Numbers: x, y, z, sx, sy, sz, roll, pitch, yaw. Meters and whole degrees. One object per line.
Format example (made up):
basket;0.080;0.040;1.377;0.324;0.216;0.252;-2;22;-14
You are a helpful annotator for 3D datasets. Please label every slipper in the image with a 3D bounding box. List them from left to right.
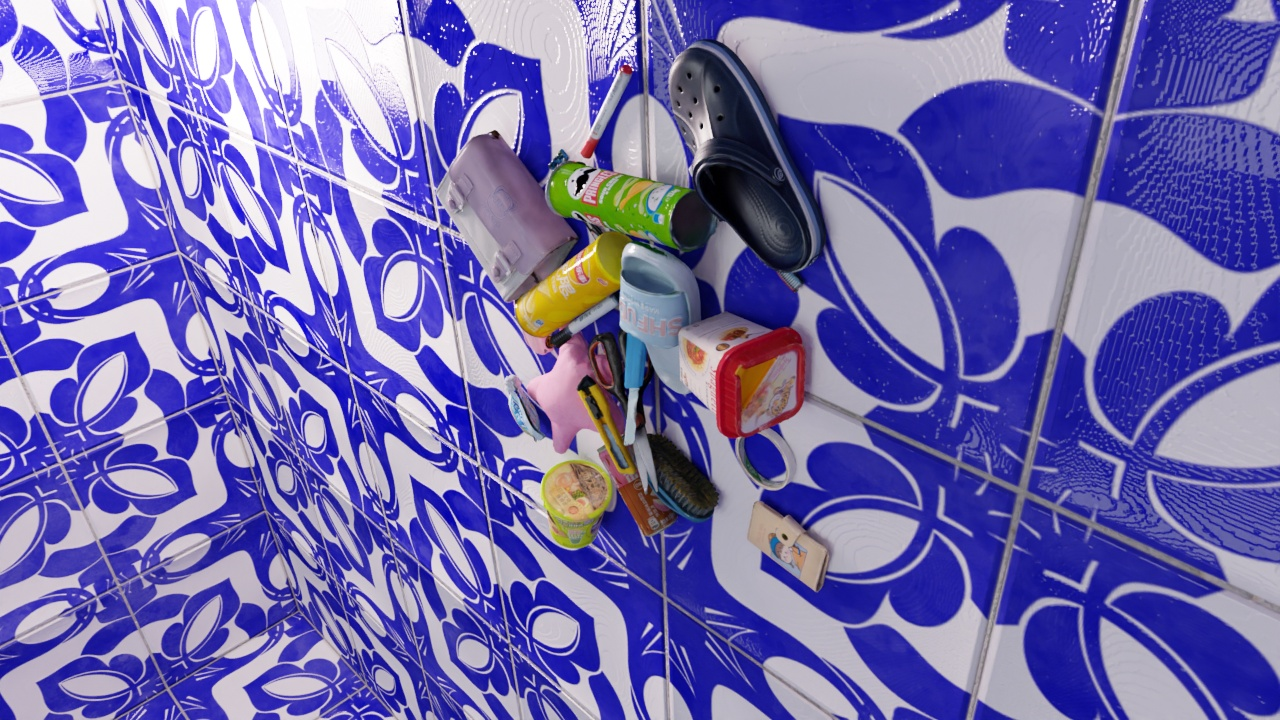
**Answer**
slipper;0.020;-0.042;1.104;0.104;0.074;0.246;30;150;36
slipper;0.092;-0.195;0.931;0.105;0.095;0.253;-26;96;52

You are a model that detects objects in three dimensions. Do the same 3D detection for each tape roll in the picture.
tape roll;0.154;0.120;1.135;0.086;0.013;0.086;30;135;36

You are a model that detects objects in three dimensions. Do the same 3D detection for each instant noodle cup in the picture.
instant noodle cup;-0.104;0.238;1.461;0.112;0.111;0.124;41;147;26
instant noodle cup;0.109;0.009;1.041;0.124;0.116;0.116;36;139;48

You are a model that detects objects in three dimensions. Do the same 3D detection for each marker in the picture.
marker;-0.075;-0.054;1.255;0.131;0.018;0.022;-31;67;33
marker;-0.041;-0.294;1.091;0.017;0.017;0.146;53;143;12

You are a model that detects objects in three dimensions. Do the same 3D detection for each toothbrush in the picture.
toothbrush;0.114;-0.148;1.001;0.187;0.016;0.017;52;127;14

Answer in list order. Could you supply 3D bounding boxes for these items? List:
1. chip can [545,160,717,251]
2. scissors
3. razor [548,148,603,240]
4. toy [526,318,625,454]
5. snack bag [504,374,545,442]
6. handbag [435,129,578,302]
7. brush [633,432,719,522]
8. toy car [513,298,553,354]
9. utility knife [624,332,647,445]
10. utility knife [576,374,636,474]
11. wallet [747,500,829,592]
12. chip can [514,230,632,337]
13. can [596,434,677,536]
chip can;-0.016;-0.184;1.075;0.236;0.072;0.072;24;130;45
scissors;0.001;0.064;1.225;0.153;0.021;0.234;-37;81;26
razor;-0.081;-0.203;1.197;0.142;0.022;0.043;59;147;2
toy;-0.087;0.055;1.317;0.178;0.074;0.195;44;122;23
snack bag;-0.182;0.078;1.433;0.191;0.039;0.110;135;115;-80
handbag;-0.189;-0.199;1.276;0.197;0.098;0.145;55;139;7
brush;0.044;0.168;1.266;0.144;0.055;0.074;46;140;20
toy car;-0.163;-0.063;1.382;0.056;0.037;0.122;20;129;45
utility knife;-0.007;0.007;1.200;0.034;0.018;0.225;16;108;35
utility knife;-0.046;0.092;1.264;0.033;0.015;0.156;-23;98;24
wallet;0.188;0.232;1.164;0.115;0.024;0.087;35;142;33
chip can;-0.087;-0.097;1.215;0.214;0.071;0.072;-27;92;49
can;-0.004;0.180;1.332;0.147;0.057;0.058;60;145;1
